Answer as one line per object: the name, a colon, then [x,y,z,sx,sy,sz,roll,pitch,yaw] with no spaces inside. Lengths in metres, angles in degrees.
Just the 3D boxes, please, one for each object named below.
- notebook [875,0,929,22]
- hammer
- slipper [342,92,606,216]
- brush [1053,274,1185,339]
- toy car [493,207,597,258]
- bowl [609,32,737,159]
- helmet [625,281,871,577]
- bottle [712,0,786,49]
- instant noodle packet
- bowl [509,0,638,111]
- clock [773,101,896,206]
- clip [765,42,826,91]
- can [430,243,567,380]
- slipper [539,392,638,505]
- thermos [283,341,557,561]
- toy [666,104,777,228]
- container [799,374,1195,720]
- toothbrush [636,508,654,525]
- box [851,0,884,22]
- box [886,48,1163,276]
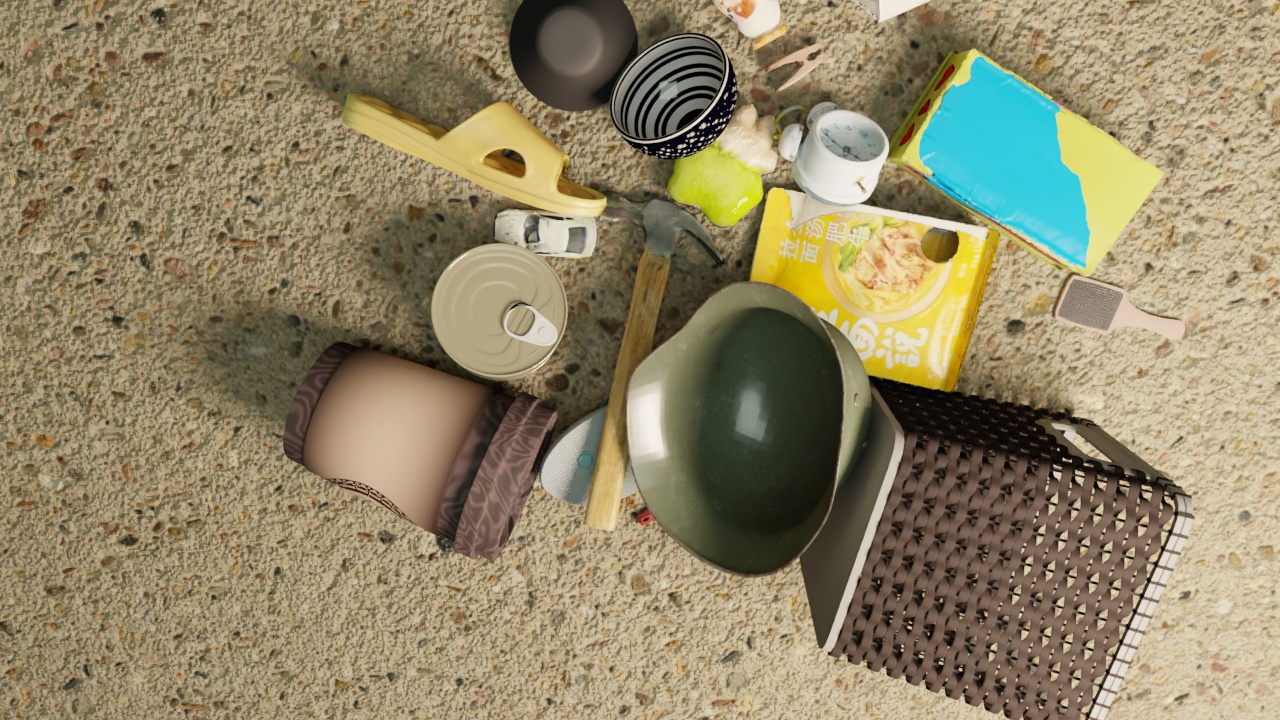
notebook: [0.254,-0.409,0.760,0.153,0.012,0.209,-26,131,-13]
hammer: [-0.005,0.005,0.914,0.132,0.033,0.330,12,90,-5]
slipper: [-0.148,-0.209,0.865,0.263,0.099,0.078,21,103,0]
brush: [0.495,-0.046,0.938,0.135,0.015,0.050,16,106,-3]
toy car: [-0.096,-0.127,0.919,0.105,0.033,0.048,3,107,1]
bowl: [0.039,-0.236,0.857,0.120,0.120,0.066,-37,144,10]
helmet: [0.123,0.048,0.857,0.227,0.153,0.268,29,122,33]
bottle: [0.094,-0.342,0.840,0.063,0.063,0.109,-26,104,8]
instant noodle packet: [0.219,-0.072,0.911,0.221,0.084,0.163,12,104,5]
bowl: [-0.065,-0.298,0.860,0.124,0.052,0.124,0,105,1]
clock: [0.178,-0.200,0.868,0.117,0.057,0.083,41,61,15]
clip: [0.153,-0.275,0.877,0.061,0.025,0.045,-23,103,3]
can: [-0.137,-0.044,0.899,0.127,0.073,0.127,1,84,-7]
slipper: [0.013,0.059,0.965,0.269,0.054,0.098,-36,104,-1]
thermos: [-0.218,0.082,0.914,0.226,0.172,0.173,22,104,2]
toy: [0.086,-0.193,0.891,0.092,0.043,0.118,32,97,2]
container: [0.311,0.169,0.886,0.243,0.247,0.246,15,105,0]
toothbrush: [0.078,0.128,0.992,0.190,0.016,0.016,-32,103,9]
box: [0.109,-0.479,0.771,0.418,0.108,0.166,30,104,-20]
box: [0.358,-0.188,0.873,0.221,0.079,0.124,29,103,-4]
